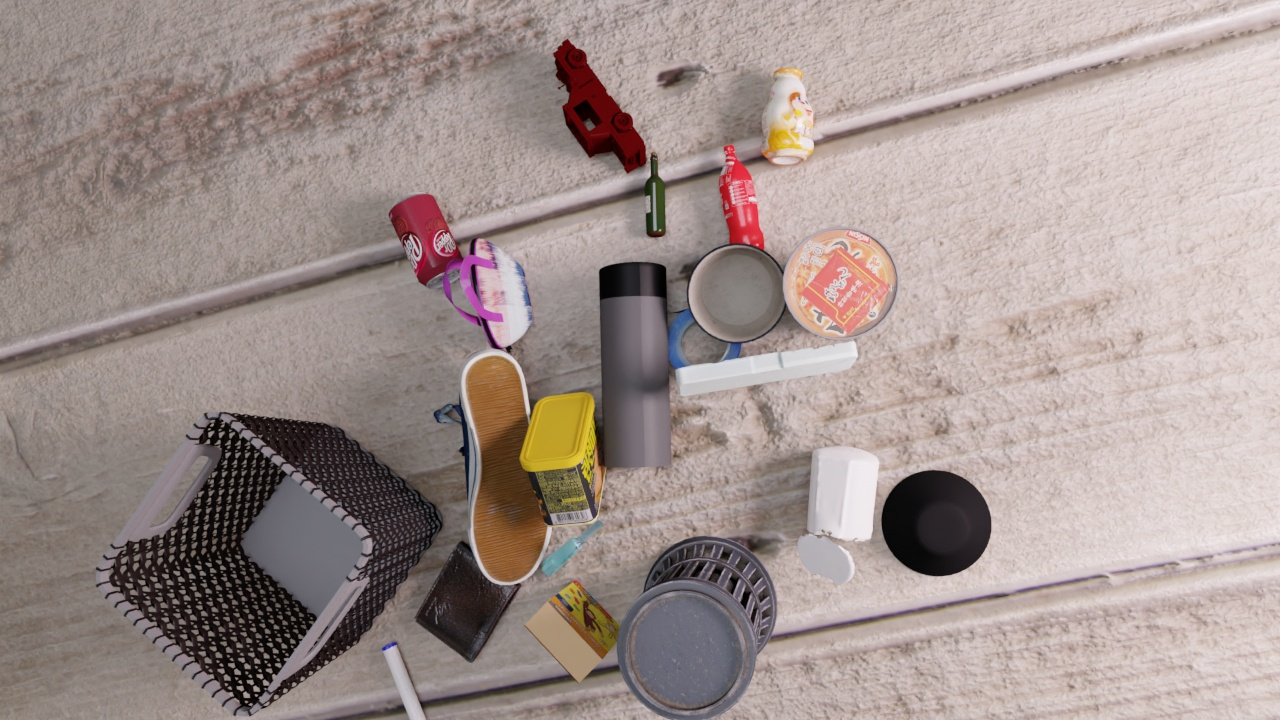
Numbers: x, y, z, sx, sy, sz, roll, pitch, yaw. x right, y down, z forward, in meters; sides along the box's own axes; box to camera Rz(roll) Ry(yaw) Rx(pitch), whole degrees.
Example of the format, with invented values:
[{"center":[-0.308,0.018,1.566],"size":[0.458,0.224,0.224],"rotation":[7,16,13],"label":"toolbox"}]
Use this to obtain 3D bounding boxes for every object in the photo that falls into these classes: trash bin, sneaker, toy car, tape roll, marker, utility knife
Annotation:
[{"center":[0.063,0.292,1.009],"size":[0.164,0.227,0.164],"rotation":[-1,87,10],"label":"trash bin"},{"center":[-0.185,0.129,1.147],"size":[0.120,0.127,0.294],"rotation":[-8,97,-16],"label":"sneaker"},{"center":[-0.061,-0.308,1.139],"size":[0.062,0.070,0.170],"rotation":[-34,82,-5],"label":"toy car"},{"center":[0.078,-0.022,1.128],"size":[0.091,0.016,0.093],"rotation":[-7,86,10],"label":"tape roll"},{"center":[-0.297,0.432,1.177],"size":[0.020,0.020,0.141],"rotation":[-25,83,8],"label":"marker"},{"center":[-0.083,0.224,1.095],"size":[0.022,0.015,0.169],"rotation":[60,141,15],"label":"utility knife"}]

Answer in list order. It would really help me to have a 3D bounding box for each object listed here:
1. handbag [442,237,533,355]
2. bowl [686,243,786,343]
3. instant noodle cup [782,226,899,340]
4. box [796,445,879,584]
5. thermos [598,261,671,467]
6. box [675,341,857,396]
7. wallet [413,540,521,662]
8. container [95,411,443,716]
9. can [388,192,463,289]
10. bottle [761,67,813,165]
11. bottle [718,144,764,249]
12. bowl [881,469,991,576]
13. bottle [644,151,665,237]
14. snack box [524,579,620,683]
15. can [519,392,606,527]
[{"center":[-0.190,-0.081,1.103],"size":[0.068,0.170,0.144],"rotation":[-12,85,10],"label":"handbag"},{"center":[0.114,-0.081,1.079],"size":[0.115,0.059,0.115],"rotation":[1,101,6],"label":"bowl"},{"center":[0.227,-0.080,1.049],"size":[0.124,0.121,0.123],"rotation":[-1,87,11],"label":"instant noodle cup"},{"center":[0.226,0.180,1.056],"size":[0.081,0.091,0.161],"rotation":[4,90,30],"label":"box"},{"center":[-0.007,0.006,1.109],"size":[0.082,0.082,0.240],"rotation":[-2,87,10],"label":"thermos"},{"center":[0.138,0.010,1.042],"size":[0.197,0.136,0.043],"rotation":[-8,87,1],"label":"box"},{"center":[-0.221,0.307,1.165],"size":[0.099,0.031,0.120],"rotation":[33,95,14],"label":"wallet"},{"center":[-0.418,0.221,1.095],"size":[0.245,0.243,0.247],"rotation":[37,94,10],"label":"container"},{"center":[-0.273,-0.154,1.176],"size":[0.063,0.063,0.114],"rotation":[-27,83,8],"label":"can"},{"center":[0.176,-0.292,1.099],"size":[0.063,0.063,0.109],"rotation":[1,87,11],"label":"bottle"},{"center":[0.120,-0.192,1.115],"size":[0.042,0.042,0.141],"rotation":[-11,85,10],"label":"bottle"},{"center":[0.342,0.189,1.050],"size":[0.124,0.052,0.124],"rotation":[-1,87,11],"label":"bowl"},{"center":[0.018,-0.207,1.143],"size":[0.025,0.025,0.106],"rotation":[-2,87,10],"label":"bottle"},{"center":[-0.075,0.318,1.086],"size":[0.088,0.125,0.040],"rotation":[44,95,9],"label":"snack box"},{"center":[-0.086,0.117,1.082],"size":[0.072,0.130,0.101],"rotation":[-7,122,10],"label":"can"}]
